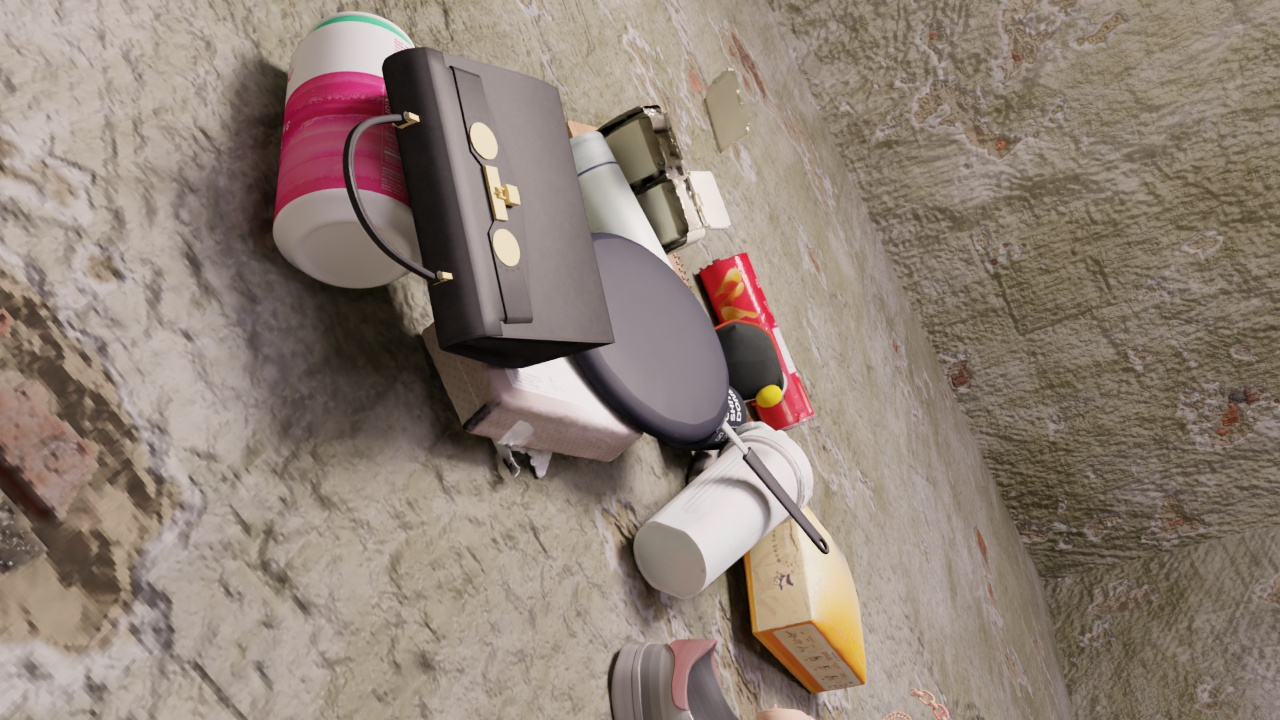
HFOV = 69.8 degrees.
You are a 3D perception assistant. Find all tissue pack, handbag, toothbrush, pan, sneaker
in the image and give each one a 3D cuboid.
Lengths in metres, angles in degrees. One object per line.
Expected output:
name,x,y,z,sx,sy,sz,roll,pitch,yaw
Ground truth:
tissue pack,-0.080,0.029,0.679,0.181,0.071,0.104,25,32,-60
handbag,0.187,0.368,0.774,0.116,0.187,0.198,52,32,-46
handbag,-0.104,-0.088,0.527,0.195,0.072,0.175,1,75,-68
toothbrush,0.080,0.086,1.002,0.185,0.024,0.022,-57,163,-62
pan,0.058,0.036,0.786,0.356,0.021,0.198,50,34,-11
sneaker,0.054,0.314,0.663,0.099,0.090,0.236,11,60,-62

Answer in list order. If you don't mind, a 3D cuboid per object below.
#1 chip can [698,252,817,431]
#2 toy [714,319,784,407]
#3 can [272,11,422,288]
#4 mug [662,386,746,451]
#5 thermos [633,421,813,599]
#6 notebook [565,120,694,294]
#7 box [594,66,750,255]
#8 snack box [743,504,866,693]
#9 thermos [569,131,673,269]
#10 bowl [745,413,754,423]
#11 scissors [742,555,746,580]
chip can,0.149,-0.023,1.179,0.233,0.073,0.073,67,24,1
toy,0.113,0.001,1.060,0.119,0.097,0.100,-65,149,-80
can,-0.176,-0.131,0.571,0.088,0.088,0.165,35,39,-50
mug,0.059,0.039,0.927,0.077,0.071,0.105,9,73,-63
thermos,0.083,0.131,0.839,0.219,0.100,0.099,-27,94,-52
notebook,-0.012,-0.157,1.023,0.168,0.022,0.210,-16,84,-65
box,0.059,-0.191,0.905,0.100,0.195,0.143,-22,95,-43
snack box,0.180,0.247,0.973,0.195,0.081,0.144,52,27,-45
thermos,-0.015,-0.107,0.887,0.230,0.068,0.067,63,24,5
bowl,0.129,0.116,1.053,0.118,0.030,0.117,56,16,-26
scissors,0.101,0.173,0.979,0.158,0.014,0.172,40,36,-48
